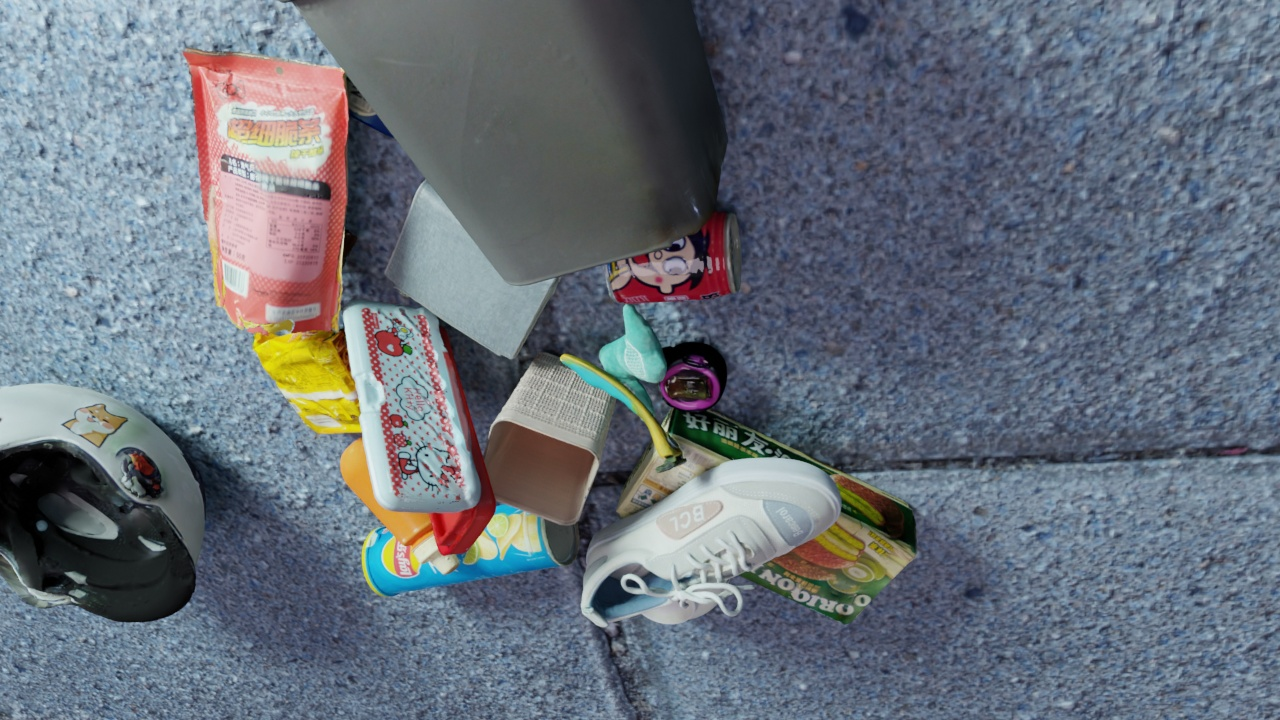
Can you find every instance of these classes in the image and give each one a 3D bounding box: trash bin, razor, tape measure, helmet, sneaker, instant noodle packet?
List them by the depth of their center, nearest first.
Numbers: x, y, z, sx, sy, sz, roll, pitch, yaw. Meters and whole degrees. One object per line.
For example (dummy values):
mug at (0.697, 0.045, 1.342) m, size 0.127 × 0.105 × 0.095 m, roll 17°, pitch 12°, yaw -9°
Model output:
trash bin at (-0.057, -0.186, 0.563) m, size 0.199 × 0.198 × 0.220 m, roll -12°, pitch 128°, yaw 22°
tape measure at (-0.195, -0.199, 0.676) m, size 0.058 × 0.025 × 0.055 m, roll 27°, pitch 124°, yaw -8°
razor at (-0.015, 0.037, 0.739) m, size 0.132 × 0.043 × 0.028 m, roll 44°, pitch 104°, yaw 13°
sneaker at (0.048, 0.156, 0.745) m, size 0.243 × 0.090 × 0.089 m, roll -26°, pitch 114°, yaw 27°
tape measure at (0.042, 0.015, 0.758) m, size 0.058 × 0.039 × 0.057 m, roll -3°, pitch 123°, yaw 15°
instant noodle packet at (-0.280, 0.018, 0.817) m, size 0.129 × 0.044 × 0.111 m, roll 0°, pitch 125°, yaw 37°
helmet at (-0.547, 0.123, 0.899) m, size 0.274 × 0.156 × 0.231 m, roll 34°, pitch 123°, yaw -24°

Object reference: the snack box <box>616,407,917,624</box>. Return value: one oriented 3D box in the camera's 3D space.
snack box at (0.110, 0.135, 0.811) m, size 0.240 × 0.063 × 0.115 m, roll 25°, pitch 126°, yaw -5°

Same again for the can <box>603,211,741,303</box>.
can at (0.025, -0.077, 0.683) m, size 0.094 × 0.066 × 0.067 m, roll -2°, pitch 123°, yaw 14°

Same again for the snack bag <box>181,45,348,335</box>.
snack bag at (-0.279, -0.124, 0.699) m, size 0.128 × 0.073 × 0.208 m, roll 12°, pitch 115°, yaw 7°

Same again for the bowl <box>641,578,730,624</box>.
bowl at (0.028, 0.207, 0.878) m, size 0.116 × 0.066 × 0.117 m, roll 6°, pitch 125°, yaw 9°

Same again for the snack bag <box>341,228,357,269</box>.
snack bag at (-0.285, -0.115, 0.754) m, size 0.105 × 0.026 × 0.045 m, roll 33°, pitch 119°, yaw -13°

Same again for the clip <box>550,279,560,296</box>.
clip at (-0.069, -0.076, 0.735) m, size 0.026 × 0.037 × 0.058 m, roll 28°, pitch 126°, yaw -10°

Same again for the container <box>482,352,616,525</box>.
container at (-0.073, 0.060, 0.773) m, size 0.090 × 0.110 × 0.090 m, roll 20°, pitch 126°, yaw -1°

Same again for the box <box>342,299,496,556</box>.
box at (-0.189, 0.053, 0.733) m, size 0.100 × 0.201 × 0.095 m, roll 7°, pitch 136°, yaw -36°

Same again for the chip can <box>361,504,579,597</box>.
chip can at (-0.168, 0.183, 0.904) m, size 0.211 × 0.071 × 0.071 m, roll -14°, pitch 119°, yaw 21°

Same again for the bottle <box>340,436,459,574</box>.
bottle at (-0.218, 0.136, 0.858) m, size 0.067 × 0.066 × 0.149 m, roll -42°, pitch 81°, yaw 32°

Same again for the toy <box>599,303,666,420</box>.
toy at (-0.004, 0.004, 0.746) m, size 0.096 × 0.030 × 0.092 m, roll 63°, pitch 153°, yaw -3°

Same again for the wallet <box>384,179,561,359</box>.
wallet at (-0.136, -0.069, 0.742) m, size 0.130 × 0.036 × 0.107 m, roll 35°, pitch 124°, yaw 1°
